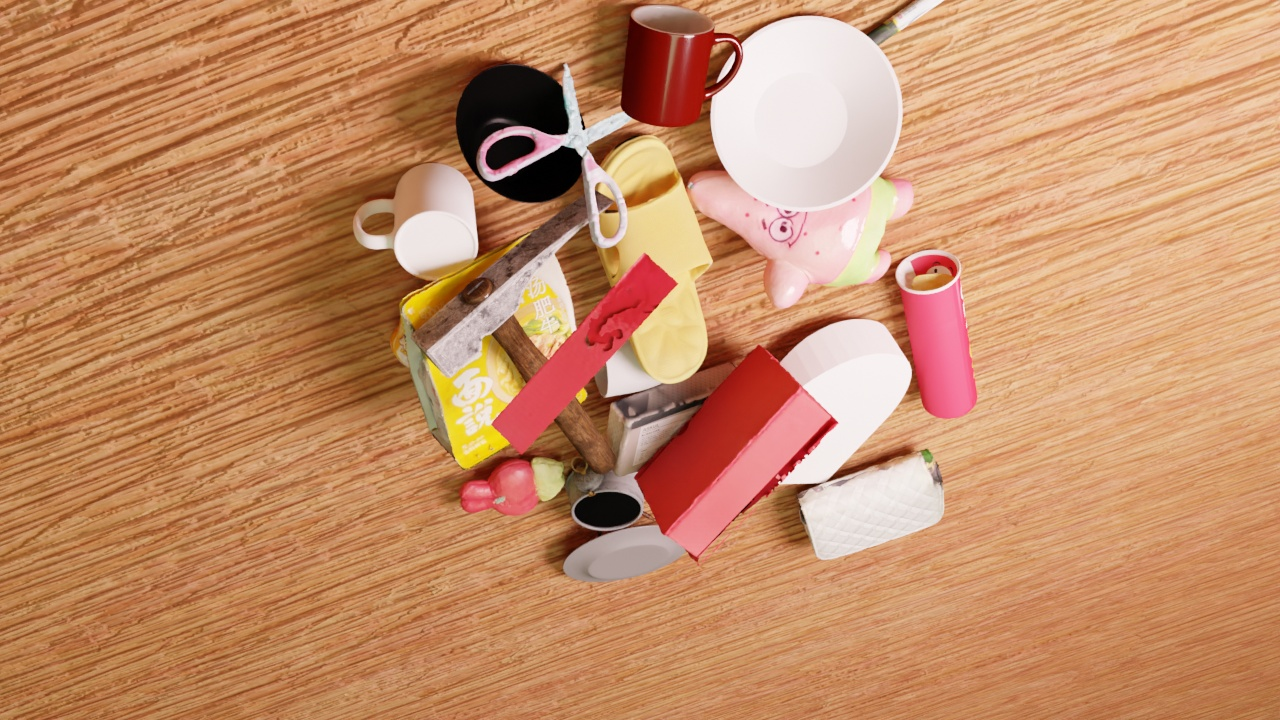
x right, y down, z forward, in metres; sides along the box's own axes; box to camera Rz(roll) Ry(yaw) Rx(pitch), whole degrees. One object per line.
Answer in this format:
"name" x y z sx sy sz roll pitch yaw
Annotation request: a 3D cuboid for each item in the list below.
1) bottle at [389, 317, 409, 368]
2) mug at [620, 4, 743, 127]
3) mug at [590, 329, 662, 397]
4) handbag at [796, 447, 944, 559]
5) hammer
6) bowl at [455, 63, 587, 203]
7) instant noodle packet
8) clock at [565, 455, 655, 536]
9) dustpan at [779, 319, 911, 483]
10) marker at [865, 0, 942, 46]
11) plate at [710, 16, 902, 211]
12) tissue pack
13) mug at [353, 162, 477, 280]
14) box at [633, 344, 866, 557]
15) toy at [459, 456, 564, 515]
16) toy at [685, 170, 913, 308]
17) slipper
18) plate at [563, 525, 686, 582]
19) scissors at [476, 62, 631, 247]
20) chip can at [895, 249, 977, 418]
"bottle" -0.212 -0.042 0.941 0.063 0.063 0.109 18 123 -26
"mug" 0.038 -0.259 0.810 0.105 0.073 0.083 -3 130 -14
"mug" -0.006 0.006 1.037 0.089 0.071 0.107 -9 159 -15
"handbag" 0.313 0.194 1.257 0.195 0.072 0.139 -20 141 4
"hammer" -0.064 0.000 0.918 0.217 0.037 0.301 -43 137 -12
"bowl" -0.115 -0.196 0.825 0.124 0.124 0.053 20 166 -27
"instant noodle packet" -0.145 -0.015 0.909 0.162 0.084 0.222 -30 144 -22
"clock" -0.049 0.163 1.157 0.104 0.056 0.148 -19 136 15
"dustpan" 0.216 0.057 1.132 0.191 0.053 0.259 3 137 -32
"marker" 0.266 -0.331 0.842 0.147 0.017 0.017 -33 129 15
"plate" 0.153 -0.227 0.858 0.174 0.036 0.174 0 98 2
"tissue pack" 0.037 0.067 1.073 0.181 0.071 0.104 -20 139 -32
"mug" -0.209 -0.128 0.850 0.110 0.090 0.074 -4 130 -11
"box" 0.147 0.130 1.083 0.213 0.148 0.374 -48 148 6
"toy" -0.158 0.157 1.133 0.135 0.045 0.092 -15 134 -6
"toy" 0.159 -0.148 0.922 0.236 0.097 0.192 12 101 -11
"slipper" 0.019 -0.087 0.911 0.099 0.078 0.264 -23 121 -16
"plate" -0.017 0.270 1.252 0.178 0.012 0.179 -10 147 -7
"scissors" -0.058 -0.175 0.813 0.170 0.013 0.175 -33 96 -29
"chip can" 0.354 -0.026 1.087 0.069 0.069 0.221 -22 131 5
